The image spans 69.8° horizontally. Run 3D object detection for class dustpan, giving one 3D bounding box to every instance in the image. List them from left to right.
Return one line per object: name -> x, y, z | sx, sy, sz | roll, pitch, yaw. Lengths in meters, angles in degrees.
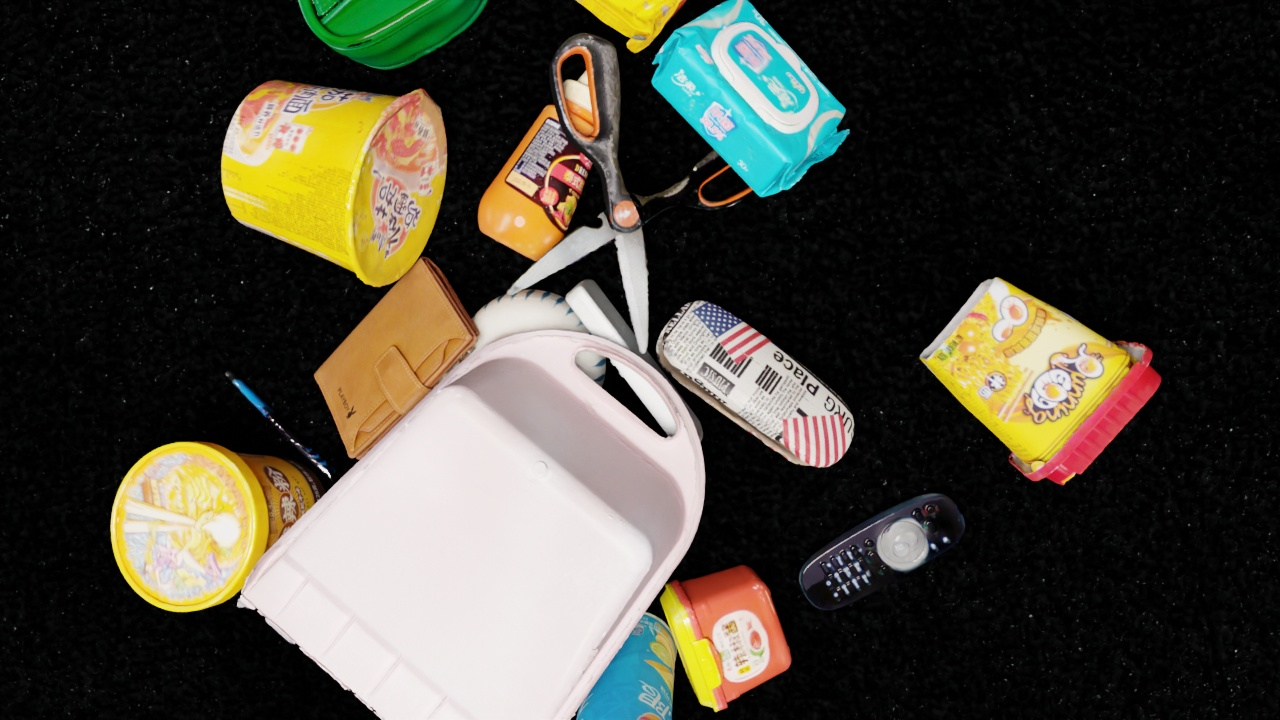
dustpan -> -0.086, 0.118, 0.622 | 0.222, 0.138, 0.274 | 42, 104, 3

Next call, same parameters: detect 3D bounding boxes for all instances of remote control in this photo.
remote control -> -0.004, 0.004, 0.694 | 0.021, 0.058, 0.150 | -36, 95, 11
remote control -> 0.188, 0.149, 0.722 | 0.136, 0.024, 0.053 | -31, 95, 7

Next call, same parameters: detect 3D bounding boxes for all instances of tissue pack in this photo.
tissue pack -> 0.079, -0.182, 0.639 | 0.133, 0.093, 0.050 | 46, 143, -5

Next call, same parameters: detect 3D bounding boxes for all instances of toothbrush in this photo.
toothbrush -> -0.267, 0.075, 0.746 | 0.016, 0.014, 0.189 | -43, 93, 8

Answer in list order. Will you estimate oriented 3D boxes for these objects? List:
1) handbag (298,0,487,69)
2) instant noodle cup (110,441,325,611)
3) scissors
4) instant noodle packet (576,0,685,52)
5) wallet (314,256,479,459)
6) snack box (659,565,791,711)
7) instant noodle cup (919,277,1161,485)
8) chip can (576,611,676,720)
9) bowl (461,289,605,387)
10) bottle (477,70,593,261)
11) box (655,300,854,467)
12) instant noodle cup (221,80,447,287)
handbag -> -0.181, -0.284, 0.659 | 0.131, 0.068, 0.120 | -26, 89, 9
instant noodle cup -> -0.308, 0.121, 0.695 | 0.118, 0.114, 0.118 | -1, 85, 14
scissors -> -0.005, -0.123, 0.651 | 0.233, 0.022, 0.221 | -28, 100, -14
instant noodle packet -> -0.019, -0.289, 0.643 | 0.128, 0.044, 0.110 | 36, 74, -4
wallet -> -0.186, -0.002, 0.693 | 0.132, 0.031, 0.107 | -45, 51, 10
snack box -> 0.067, 0.211, 0.717 | 0.080, 0.082, 0.091 | -21, 98, -7
instant noodle cup -> 0.275, 0.008, 0.655 | 0.123, 0.116, 0.116 | 39, 100, 9
chip can -> -0.011, 0.255, 0.659 | 0.071, 0.210, 0.071 | 1, 99, 4
bowl -> -0.087, 0.007, 0.696 | 0.116, 0.066, 0.116 | 1, 99, 4
bottle -> -0.062, -0.149, 0.674 | 0.067, 0.066, 0.149 | 29, 92, -1
box -> 0.088, 0.017, 0.679 | 0.163, 0.082, 0.075 | 38, 93, 0
instant noodle cup -> -0.217, -0.133, 0.654 | 0.110, 0.138, 0.138 | 17, 100, 10
